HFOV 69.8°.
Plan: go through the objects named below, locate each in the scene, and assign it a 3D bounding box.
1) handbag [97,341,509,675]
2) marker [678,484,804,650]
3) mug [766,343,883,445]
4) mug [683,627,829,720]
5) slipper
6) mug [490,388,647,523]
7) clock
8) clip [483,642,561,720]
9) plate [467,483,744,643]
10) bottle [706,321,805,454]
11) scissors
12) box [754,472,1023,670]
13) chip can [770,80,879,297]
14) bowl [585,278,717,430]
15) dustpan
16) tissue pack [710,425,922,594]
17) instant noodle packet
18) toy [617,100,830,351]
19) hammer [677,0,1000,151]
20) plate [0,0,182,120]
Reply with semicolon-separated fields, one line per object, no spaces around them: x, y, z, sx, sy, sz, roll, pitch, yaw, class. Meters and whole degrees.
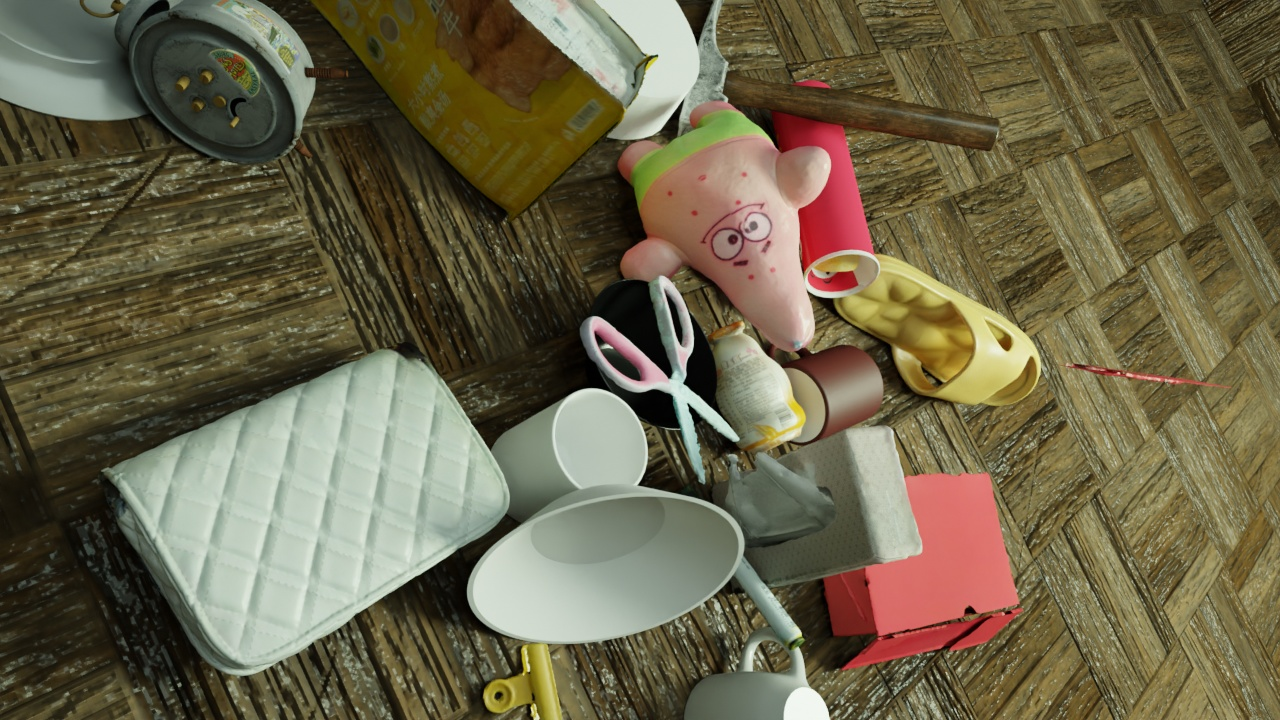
-0.185;0.081;0.531;0.194;0.073;0.139;-28;80;-41;handbag
0.072;0.152;0.685;0.017;0.017;0.146;-8;46;-39;marker
0.151;0.019;0.820;0.082;0.073;0.105;-17;53;-41;mug
0.090;0.241;0.657;0.071;0.090;0.107;33;54;-22;mug
0.304;-0.014;0.923;0.263;0.100;0.078;29;43;-19;slipper
-0.039;0.081;0.626;0.110;0.091;0.073;50;50;-9;mug
-0.266;-0.180;0.562;0.148;0.104;0.056;29;46;-18;clock
-0.074;0.211;0.589;0.046;0.048;0.054;12;63;-61;clip
-0.023;0.121;0.583;0.173;0.174;0.036;17;39;-31;plate
0.092;0.022;0.771;0.063;0.063;0.108;-20;83;-41;bottle
0.021;0.001;0.669;0.170;0.013;0.175;38;38;-31;scissors
0.201;0.265;0.883;0.212;0.375;0.148;3;37;-37;box
0.176;-0.171;0.895;0.069;0.069;0.220;16;54;-32;chip can
-0.004;0.004;0.709;0.124;0.053;0.123;21;54;-32;bowl
-0.056;-0.319;0.835;0.191;0.053;0.257;-20;73;-41;dustpan
0.111;0.111;0.671;0.071;0.182;0.103;-5;74;-27;tissue pack
-0.120;-0.227;0.648;0.221;0.163;0.084;42;52;-16;instant noodle packet
0.074;-0.110;0.757;0.236;0.192;0.096;63;14;16;toy
0.197;-0.273;0.895;0.300;0.037;0.217;11;59;4;hammer
-0.357;-0.231;0.570;0.178;0.012;0.178;15;62;-32;plate
